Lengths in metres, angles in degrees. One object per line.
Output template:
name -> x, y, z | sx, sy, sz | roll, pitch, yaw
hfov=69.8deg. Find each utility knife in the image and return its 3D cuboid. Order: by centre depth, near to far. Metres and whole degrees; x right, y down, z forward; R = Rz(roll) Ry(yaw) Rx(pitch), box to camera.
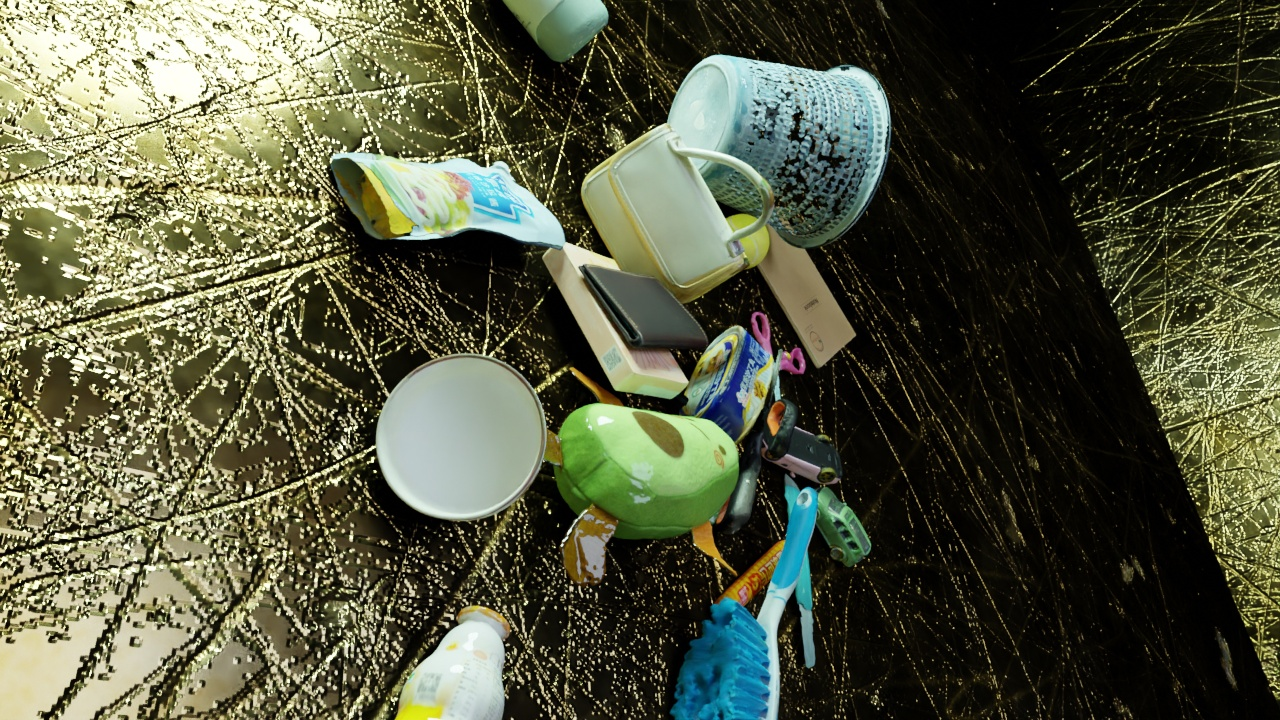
utility knife -> 0.160, 0.208, 0.925 | 0.029, 0.013, 0.209 | 33, 41, -33

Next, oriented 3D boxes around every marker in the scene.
marker -> -0.005, 0.005, 0.863 | 0.132, 0.022, 0.020 | 39, 76, -26

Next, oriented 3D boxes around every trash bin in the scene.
trash bin -> 0.145, -0.261, 1.088 | 0.194, 0.227, 0.226 | 8, 58, -29

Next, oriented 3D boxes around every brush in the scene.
brush -> 0.098, 0.224, 0.779 | 0.109, 0.061, 0.313 | 41, 49, -34

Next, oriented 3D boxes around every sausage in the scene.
sausage -> 0.109, 0.203, 0.860 | 0.164, 0.022, 0.021 | -24, 85, -54

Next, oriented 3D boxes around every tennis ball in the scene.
tennis ball -> 0.118, -0.139, 1.075 | 0.065, 0.066, 0.065 | 29, 45, -35

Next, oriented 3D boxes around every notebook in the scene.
notebook -> 0.206, -0.101, 1.204 | 0.207, 0.008, 0.147 | 59, 36, 0

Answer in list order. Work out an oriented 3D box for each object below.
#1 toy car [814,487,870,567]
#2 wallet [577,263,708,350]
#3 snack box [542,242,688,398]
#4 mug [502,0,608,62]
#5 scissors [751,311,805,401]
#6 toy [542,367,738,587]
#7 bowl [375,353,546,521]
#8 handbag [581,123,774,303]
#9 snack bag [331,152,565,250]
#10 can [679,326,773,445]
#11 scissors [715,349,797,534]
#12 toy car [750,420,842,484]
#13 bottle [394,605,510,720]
toy car -> 0.214, 0.178, 0.994 | 0.091, 0.036, 0.043 | 54, 37, -1
wallet -> 0.005, -0.048, 0.833 | 0.096, 0.020, 0.122 | 51, 23, 22
snack box -> -0.023, -0.037, 0.827 | 0.084, 0.026, 0.157 | 12, 42, -53
mug -> -0.094, -0.385, 0.991 | 0.106, 0.082, 0.111 | 48, 6, -15
scissors -> 0.151, -0.002, 1.063 | 0.133, 0.017, 0.128 | -27, 89, -51
toy -> 0.001, 0.089, 0.748 | 0.246, 0.090, 0.227 | -2, 51, -54
bowl -> -0.119, 0.058, 0.637 | 0.062, 0.113, 0.113 | 86, -13, -72
handbag -> 0.040, -0.147, 0.891 | 0.063, 0.179, 0.163 | -30, 91, -49
snack bag -> -0.152, -0.133, 0.760 | 0.110, 0.039, 0.190 | 43, 30, 25
can -> 0.086, 0.027, 0.914 | 0.049, 0.075, 0.147 | 44, 38, -15
scissors -> 0.120, 0.067, 0.885 | 0.021, 0.222, 0.220 | 25, 68, -2
toy car -> 0.168, 0.098, 0.995 | 0.122, 0.037, 0.056 | 25, 39, -23
bottle -> -0.112, 0.204, 0.557 | 0.063, 0.063, 0.108 | 43, 39, -22
